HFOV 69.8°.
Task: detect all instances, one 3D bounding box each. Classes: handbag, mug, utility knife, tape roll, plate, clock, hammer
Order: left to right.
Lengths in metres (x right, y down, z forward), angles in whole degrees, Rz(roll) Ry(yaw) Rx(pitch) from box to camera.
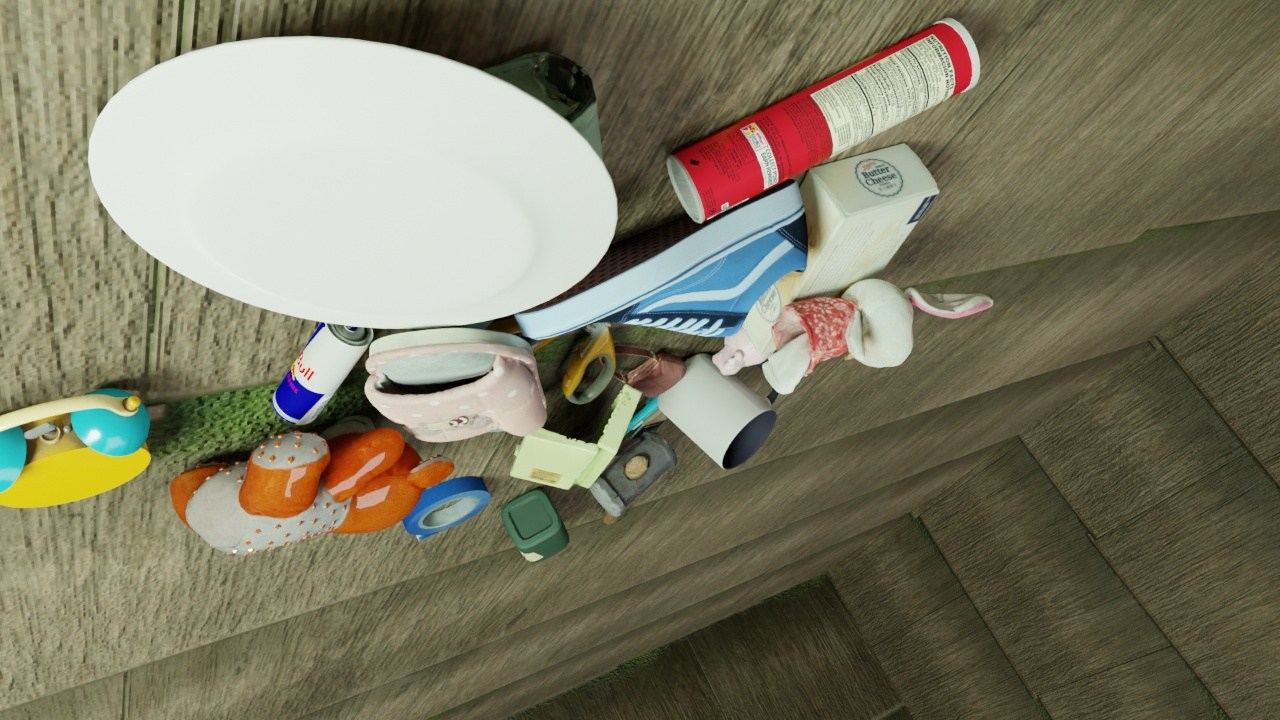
[{"bbox_3d":[-0.344,0.054,0.547,0.099,0.043,0.130,-18,162,-25],"label":"clock"},{"bbox_3d":[-0.132,-0.064,0.449,0.242,0.016,0.243,-2,156,-1],"label":"plate"},{"bbox_3d":[-0.203,0.152,0.956,0.091,0.016,0.093,-24,157,-12],"label":"tape roll"},{"bbox_3d":[-0.070,-0.099,0.511,0.106,0.067,0.122,-27,158,-9],"label":"handbag"},{"bbox_3d":[-0.024,0.167,1.133,0.098,0.052,0.329,-40,170,-19],"label":"hammer"},{"bbox_3d":[-0.013,0.073,1.021,0.022,0.015,0.162,-16,158,-50],"label":"utility knife"},{"bbox_3d":[-0.005,0.005,0.873,0.055,0.029,0.119,-35,152,19],"label":"handbag"},{"bbox_3d":[0.091,0.041,0.950,0.111,0.097,0.079,-42,152,-10],"label":"mug"}]

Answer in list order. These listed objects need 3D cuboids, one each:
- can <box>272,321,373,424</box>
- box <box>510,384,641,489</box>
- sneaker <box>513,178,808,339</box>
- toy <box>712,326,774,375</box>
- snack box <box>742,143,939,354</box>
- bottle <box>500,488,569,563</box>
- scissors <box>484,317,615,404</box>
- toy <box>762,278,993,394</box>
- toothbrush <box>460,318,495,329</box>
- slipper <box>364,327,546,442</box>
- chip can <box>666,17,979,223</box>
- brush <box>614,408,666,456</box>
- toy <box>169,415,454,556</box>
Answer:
[{"bbox_3d":[-0.213,0.006,0.610,0.032,0.032,0.095,-2,145,-48],"label":"can"},{"bbox_3d":[-0.059,0.088,0.897,0.127,0.066,0.188,-19,167,-19],"label":"box"},{"bbox_3d":[0.031,-0.046,0.657,0.240,0.098,0.083,-26,-159,-24],"label":"sneaker"},{"bbox_3d":[0.122,-0.023,0.927,0.109,0.047,0.064,-23,-172,-22],"label":"toy"},{"bbox_3d":[0.167,-0.093,0.820,0.104,0.057,0.208,-19,155,-23],"label":"snack box"},{"bbox_3d":[-0.123,0.206,1.107,0.061,0.061,0.131,-28,158,-9],"label":"bottle"},{"bbox_3d":[-0.052,-0.019,0.758,0.225,0.016,0.230,-22,152,-14],"label":"scissors"},{"bbox_3d":[0.194,-0.028,0.810,0.193,0.084,0.159,-19,-176,-24],"label":"toy"},{"bbox_3d":[-0.084,-0.055,0.655,0.155,0.016,0.022,-39,148,21],"label":"toothbrush"},{"bbox_3d":[-0.124,0.031,0.676,0.114,0.054,0.274,-7,167,2],"label":"slipper"},{"bbox_3d":[0.123,-0.163,0.626,0.214,0.051,0.052,-27,158,-5],"label":"chip can"},{"bbox_3d":[0.013,0.067,1.038,0.038,0.012,0.152,-12,152,-39],"label":"brush"},{"bbox_3d":[-0.233,0.086,0.672,0.164,0.092,0.172,-21,166,34],"label":"toy"}]
